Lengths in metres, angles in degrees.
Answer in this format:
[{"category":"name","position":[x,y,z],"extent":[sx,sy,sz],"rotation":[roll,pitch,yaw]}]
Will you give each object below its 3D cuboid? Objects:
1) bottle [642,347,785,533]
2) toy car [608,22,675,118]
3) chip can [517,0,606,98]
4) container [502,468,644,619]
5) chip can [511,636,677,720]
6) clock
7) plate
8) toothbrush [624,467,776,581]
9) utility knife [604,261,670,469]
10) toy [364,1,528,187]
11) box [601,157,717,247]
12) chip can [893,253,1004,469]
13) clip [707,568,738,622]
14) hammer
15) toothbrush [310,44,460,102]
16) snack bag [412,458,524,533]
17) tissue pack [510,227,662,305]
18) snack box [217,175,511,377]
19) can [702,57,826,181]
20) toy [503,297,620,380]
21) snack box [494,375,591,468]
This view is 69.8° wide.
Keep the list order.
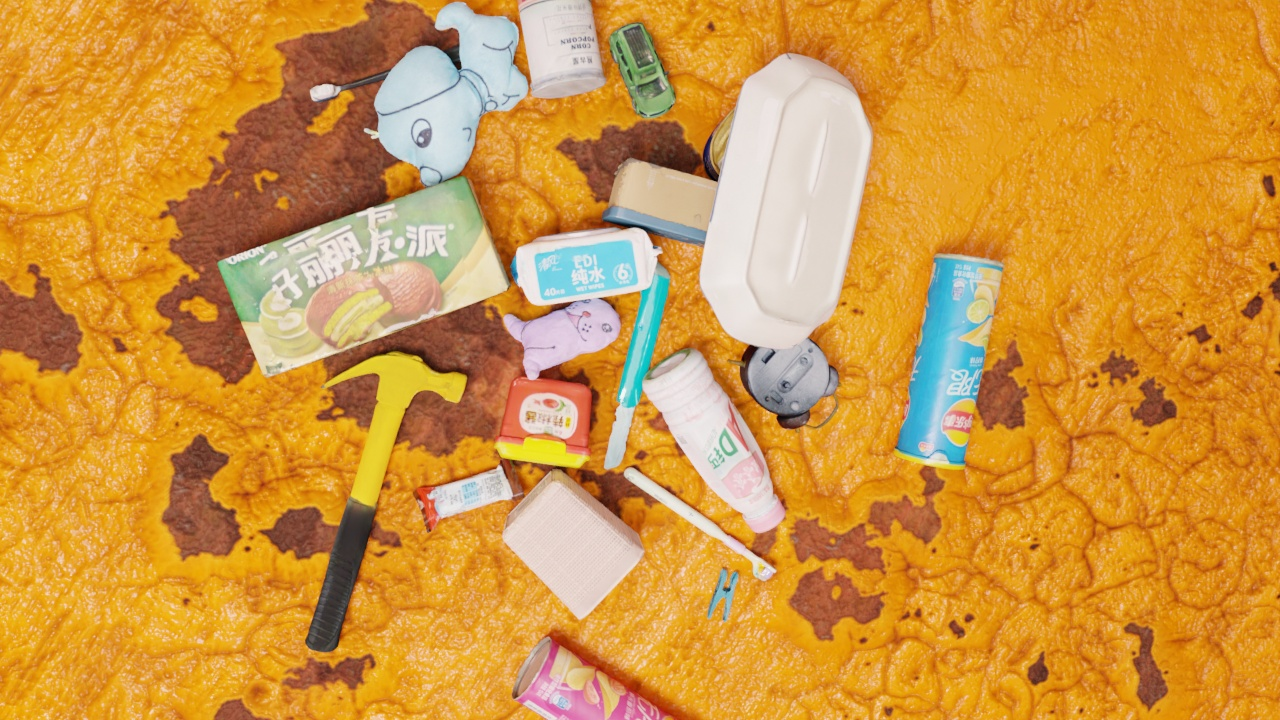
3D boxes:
[{"category":"bottle","position":[0.078,0.084,0.913],"extent":[0.068,0.068,0.197],"rotation":[-33,103,-3]},{"category":"toy car","position":[0.002,-0.279,0.882],"extent":[0.043,0.036,0.091],"rotation":[-25,102,-6]},{"category":"chip can","position":[-0.084,-0.358,0.845],"extent":[0.071,0.071,0.215],"rotation":[-11,96,-6]},{"category":"container","position":[-0.068,0.172,0.891],"extent":[0.111,0.090,0.090],"rotation":[45,89,-6]},{"category":"chip can","position":[-0.025,0.363,0.923],"extent":[0.210,0.071,0.071],"rotation":[36,90,-9]},{"category":"clock","position":[0.150,0.020,0.920],"extent":[0.122,0.055,0.082],"rotation":[42,89,-10]},{"category":"plate","position":[0.143,-0.140,0.828],"extent":[0.161,0.034,0.265],"rotation":[12,92,-31]},{"category":"toothbrush","position":[0.060,0.167,0.941],"extent":[0.189,0.029,0.020],"rotation":[37,48,-8]},{"category":"utility knife","position":[-0.005,0.005,0.919],"extent":[0.029,0.013,0.216],"rotation":[14,91,-9]},{"category":"toy","position":[-0.181,-0.245,0.852],"extent":[0.156,0.050,0.161],"rotation":[-11,102,-8]},{"category":"box","position":[0.047,-0.142,0.874],"extent":[0.184,0.090,0.061],"rotation":[12,94,-7]},{"category":"chip can","position":[0.312,0.001,0.930],"extent":[0.071,0.071,0.210],"rotation":[9,94,-8]},{"category":"clip","position":[0.086,0.244,0.955],"extent":[0.042,0.014,0.056],"rotation":[14,93,-9]},{"category":"hammer","position":[-0.269,0.136,0.889],"extent":[0.128,0.033,0.301],"rotation":[16,93,-8]},{"category":"toothbrush","position":[-0.222,-0.274,0.863],"extent":[0.181,0.018,0.015],"rotation":[-18,94,-7]},{"category":"snack bag","position":[-0.170,0.132,0.903],"extent":[0.104,0.026,0.048],"rotation":[-21,78,-6]},{"category":"tissue pack","position":[-0.053,-0.091,0.865],"extent":[0.140,0.090,0.063],"rotation":[-9,97,-6]},{"category":"snack box","position":[-0.251,-0.078,0.854],"extent":[0.240,0.063,0.114],"rotation":[-20,97,-4]},{"category":"can","position":[0.125,-0.229,0.894],"extent":[0.148,0.049,0.074],"rotation":[-44,99,-1]},{"category":"toy","position":[-0.072,-0.028,0.888],"extent":[0.108,0.039,0.083],"rotation":[-22,56,-13]},{"category":"snack box","position":[-0.091,0.059,0.885],"extent":[0.091,0.082,0.080],"rotation":[9,81,-8]}]
